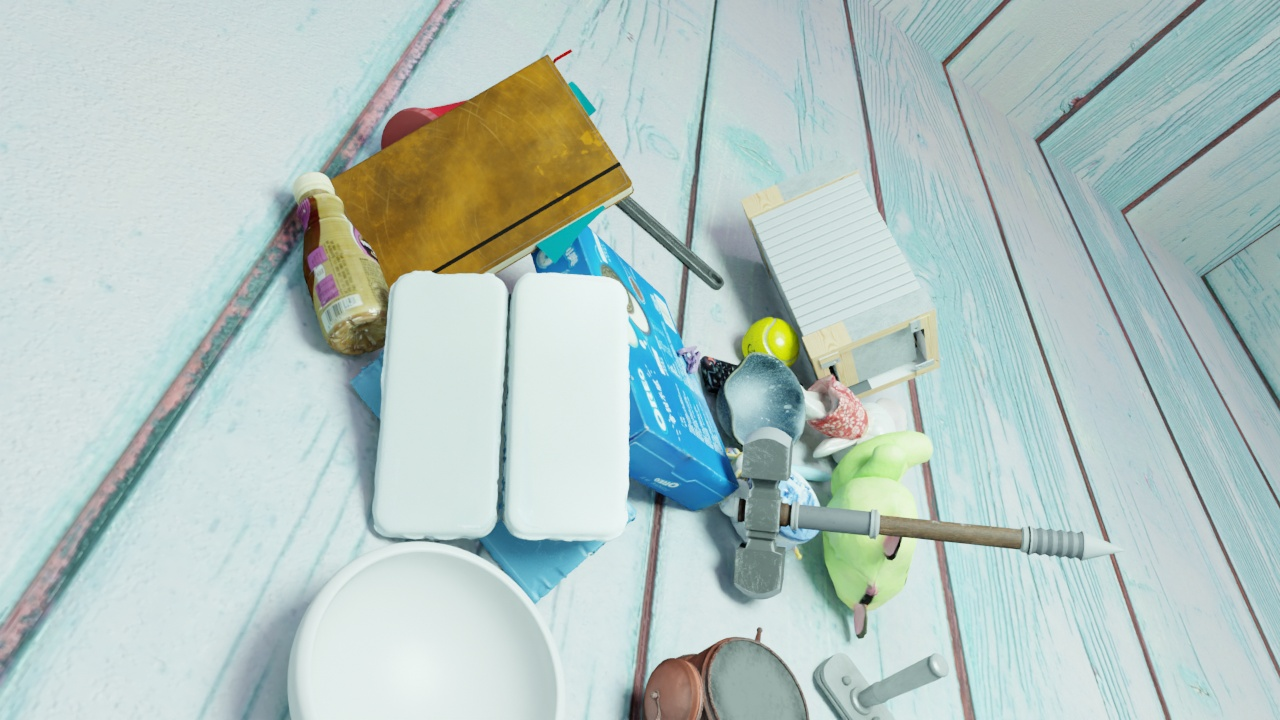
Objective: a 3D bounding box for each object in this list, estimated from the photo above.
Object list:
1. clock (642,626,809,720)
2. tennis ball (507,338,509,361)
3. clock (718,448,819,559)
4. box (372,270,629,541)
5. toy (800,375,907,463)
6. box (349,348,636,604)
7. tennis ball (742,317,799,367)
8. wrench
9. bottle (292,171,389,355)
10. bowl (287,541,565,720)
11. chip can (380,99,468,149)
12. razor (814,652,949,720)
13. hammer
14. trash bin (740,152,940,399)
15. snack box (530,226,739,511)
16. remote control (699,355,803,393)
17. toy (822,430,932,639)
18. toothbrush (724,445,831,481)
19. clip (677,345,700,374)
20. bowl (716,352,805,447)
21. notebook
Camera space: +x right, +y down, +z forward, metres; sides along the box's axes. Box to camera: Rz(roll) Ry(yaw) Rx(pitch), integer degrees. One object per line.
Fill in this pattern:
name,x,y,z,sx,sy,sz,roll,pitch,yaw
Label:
clock,0.060,0.275,0.690,0.157,0.072,0.120,-11,63,-49
tennis ball,-0.092,-0.004,0.821,0.065,0.066,0.065,26,40,-24
clock,0.120,0.136,0.901,0.125,0.052,0.088,41,37,-5
box,-0.100,0.031,0.688,0.191,0.045,0.209,4,73,-6
toy,0.240,0.080,1.042,0.194,0.084,0.158,29,56,-30
box,-0.120,0.075,0.743,0.111,0.094,0.231,-40,87,-11
tennis ball,0.152,-0.017,1.069,0.065,0.066,0.065,26,40,-24
wrench,-0.001,-0.180,1.124,0.273,0.018,0.072,40,36,-9
bottle,-0.249,-0.085,0.752,0.059,0.060,0.166,0,54,-44
bowl,-0.137,0.206,0.571,0.176,0.066,0.176,26,40,-24
chip can,-0.167,-0.234,0.956,0.087,0.087,0.212,46,35,2
razor,0.220,0.284,0.799,0.047,0.116,0.088,-24,73,-47
hammer,0.243,0.147,0.800,0.043,0.322,0.156,7,87,-76
trash bin,0.243,-0.095,1.120,0.142,0.142,0.246,56,14,-57
snack box,-0.005,0.005,0.842,0.195,0.056,0.238,37,28,-55
remote control,0.129,0.033,1.039,0.150,0.022,0.047,16,46,-31
toy,0.233,0.160,0.929,0.107,0.150,0.196,22,33,17
toothbrush,0.148,0.113,0.982,0.154,0.022,0.016,17,86,-33
clip,0.051,0.001,0.902,0.051,0.014,0.043,25,39,-65
bowl,0.118,0.050,0.969,0.110,0.055,0.110,9,74,-33
notebook,-0.133,-0.152,0.811,0.178,0.249,0.014,59,-2,18
